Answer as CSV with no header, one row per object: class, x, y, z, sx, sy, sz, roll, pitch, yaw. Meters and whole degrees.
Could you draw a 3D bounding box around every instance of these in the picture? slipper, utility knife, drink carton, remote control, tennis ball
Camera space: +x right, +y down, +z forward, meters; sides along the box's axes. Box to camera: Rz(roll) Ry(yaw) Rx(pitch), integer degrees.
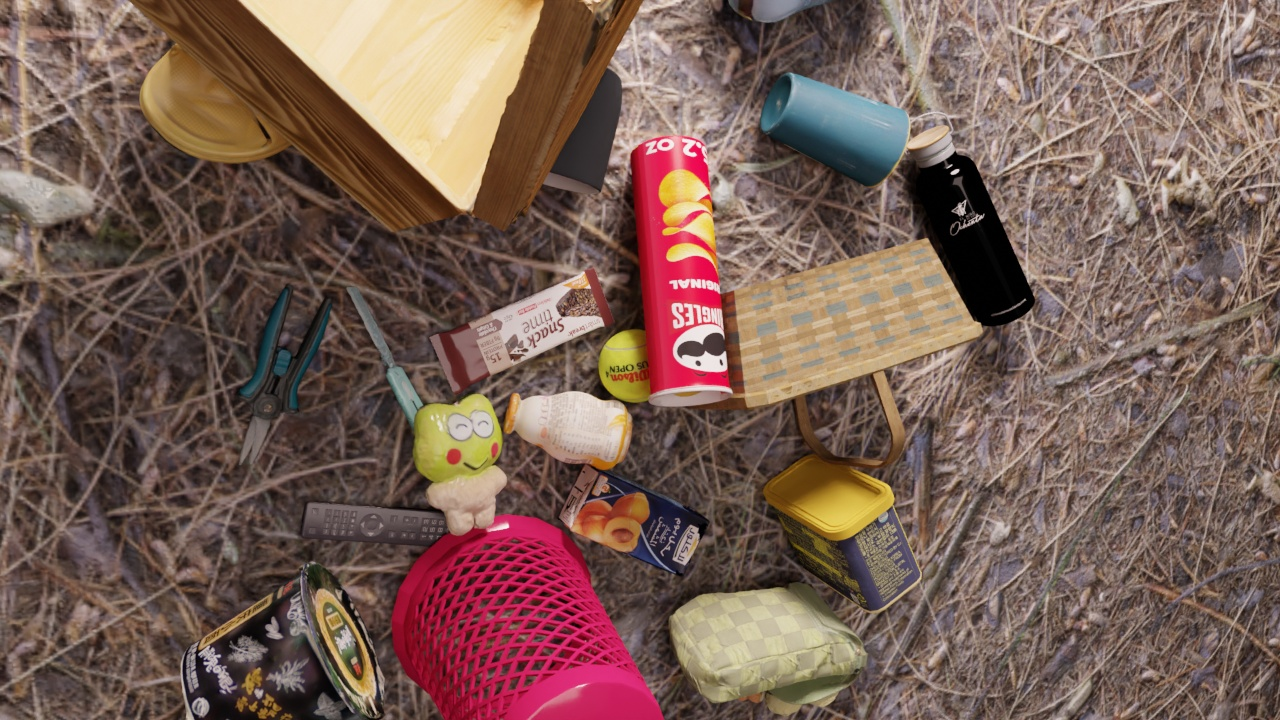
slipper,-0.236,-0.241,0.667,0.263,0.078,0.099,-45,106,-18
utility knife,-0.202,0.019,0.767,0.022,0.016,0.179,-42,114,-47
drink carton,-0.004,0.148,0.854,0.130,0.040,0.064,28,88,-24
remote control,-0.215,0.139,0.779,0.136,0.015,0.032,9,95,-23
tennis ball,-0.005,0.005,0.817,0.065,0.065,0.065,-4,99,-22

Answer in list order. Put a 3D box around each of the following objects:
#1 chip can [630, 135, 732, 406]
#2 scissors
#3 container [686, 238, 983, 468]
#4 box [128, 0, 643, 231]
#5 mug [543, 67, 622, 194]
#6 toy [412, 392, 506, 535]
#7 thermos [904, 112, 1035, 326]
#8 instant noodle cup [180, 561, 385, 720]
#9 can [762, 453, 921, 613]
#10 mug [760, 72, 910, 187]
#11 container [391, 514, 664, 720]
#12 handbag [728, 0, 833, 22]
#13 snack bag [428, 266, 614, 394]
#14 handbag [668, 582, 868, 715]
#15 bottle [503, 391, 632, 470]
chip can,0.033,-0.076,0.779,0.069,0.069,0.220,1,77,-23
scissors,-0.291,0.007,0.725,0.128,0.019,0.140,-27,115,-23
container,0.176,0.007,0.848,0.249,0.158,0.186,-16,93,-19
box,-0.070,-0.254,0.566,0.282,0.316,0.278,45,56,-37
mug,-0.080,-0.199,0.754,0.122,0.085,0.094,15,92,5
toy,-0.149,0.087,0.769,0.092,0.046,0.115,-11,92,-53
thermos,0.329,-0.145,0.933,0.061,0.061,0.231,-37,110,-13
instant noodle cup,-0.278,0.244,0.714,0.112,0.137,0.137,-26,107,-7
can,0.195,0.166,0.888,0.075,0.135,0.104,-33,111,-15
mug,0.178,-0.218,0.856,0.121,0.078,0.078,16,92,-19
container,-0.083,0.251,0.727,0.183,0.226,0.183,-6,106,-23
handbag,0.151,-0.377,0.802,0.191,0.118,0.122,-27,148,-26
snack bag,-0.100,-0.027,0.802,0.157,0.013,0.057,-25,108,-17
handbag,0.120,0.288,0.898,0.186,0.113,0.117,-4,113,-19
bottle,-0.064,0.057,0.804,0.108,0.063,0.063,14,93,-10
